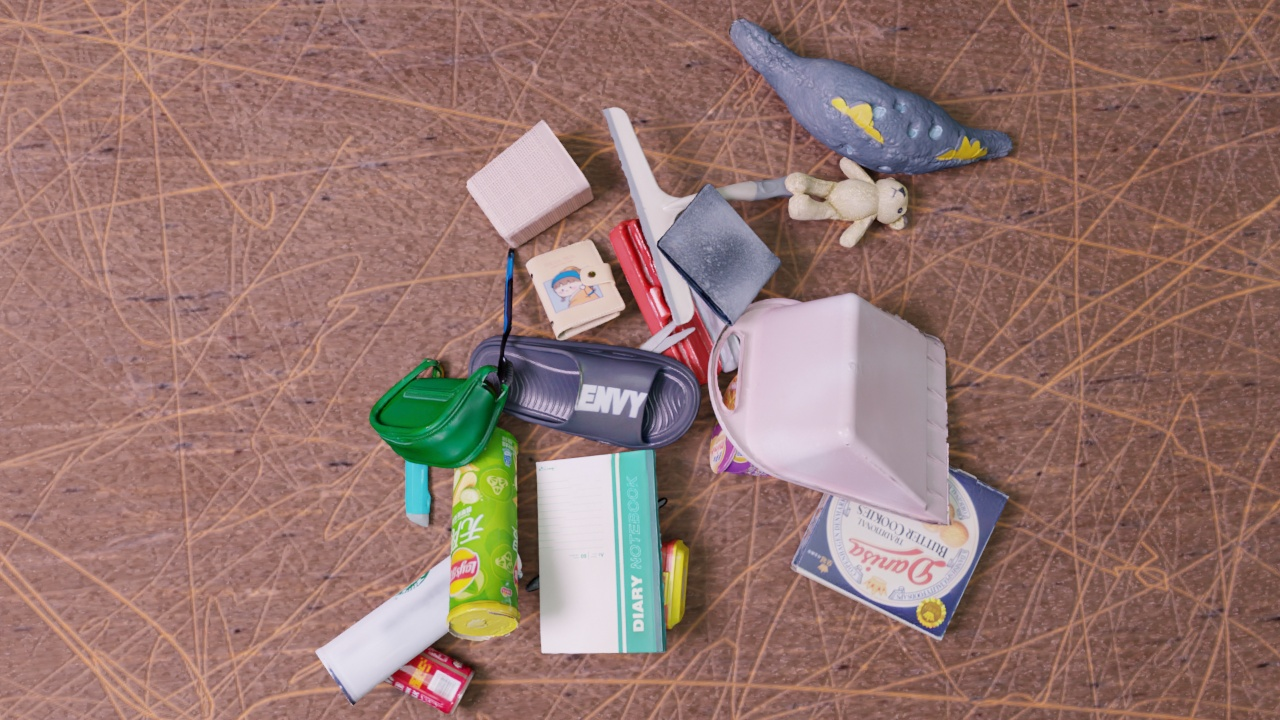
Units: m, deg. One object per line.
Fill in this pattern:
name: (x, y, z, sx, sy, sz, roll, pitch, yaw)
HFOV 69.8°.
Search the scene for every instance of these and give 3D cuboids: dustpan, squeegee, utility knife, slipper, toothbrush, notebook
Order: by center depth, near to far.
slipper: (-0.072, 0.037, 0.978, 0.268, 0.083, 0.111, 10, 103, 15)
dustpan: (0.208, 0.041, 0.983, 0.273, 0.139, 0.222, 33, 55, -38)
notebook: (-0.045, 0.206, 0.986, 0.151, 0.012, 0.209, -10, 76, 27)
squeegee: (0.110, -0.180, 0.999, 0.246, 0.039, 0.246, -14, 81, -28)
toothbrush: (-0.144, -0.051, 1.003, 0.016, 0.014, 0.189, 28, 44, -36)
toothbrush: (-0.049, 0.207, 1.032, 0.189, 0.017, 0.014, -32, 84, -5)
utility knife: (-0.250, 0.106, 1.035, 0.029, 0.013, 0.161, 0, 84, -5)

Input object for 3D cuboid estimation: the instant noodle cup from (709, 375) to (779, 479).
instant noodle cup: (0.140, 0.081, 1.003, 0.099, 0.111, 0.111, 16, 86, -7)

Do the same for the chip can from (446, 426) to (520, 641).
chip can: (-0.162, 0.172, 0.954, 0.072, 0.073, 0.220, -5, 53, -2)

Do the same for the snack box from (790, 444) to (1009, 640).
snack box: (0.288, 0.190, 1.026, 0.178, 0.046, 0.182, 26, 86, 1)

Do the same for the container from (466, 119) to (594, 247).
container: (-0.124, -0.191, 1.020, 0.111, 0.090, 0.090, -35, 88, 0)

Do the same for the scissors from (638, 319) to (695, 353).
scissors: (-0.016, -0.006, 1.007, 0.128, 0.012, 0.173, 31, 115, 15)

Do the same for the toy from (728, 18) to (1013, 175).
toy: (0.253, -0.276, 1.017, 0.356, 0.092, 0.137, 23, 49, -5)

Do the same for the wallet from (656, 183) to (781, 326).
wallet: (0.082, -0.110, 0.948, 0.121, 0.019, 0.097, 46, 66, -17)

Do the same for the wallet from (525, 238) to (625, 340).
wallet: (-0.070, -0.082, 1.021, 0.087, 0.024, 0.115, -23, 54, -4)

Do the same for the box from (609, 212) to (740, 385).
box: (0.055, -0.078, 1.013, 0.092, 0.094, 0.201, -27, 86, 36)

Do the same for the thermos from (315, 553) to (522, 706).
thermos: (-0.227, 0.261, 0.969, 0.223, 0.073, 0.073, -35, 88, -25)

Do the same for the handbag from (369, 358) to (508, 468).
handbag: (-0.215, 0.051, 0.978, 0.068, 0.132, 0.120, 53, 52, -37)

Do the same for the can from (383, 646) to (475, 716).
can: (-0.251, 0.332, 1.000, 0.133, 0.053, 0.053, 27, 86, 0)

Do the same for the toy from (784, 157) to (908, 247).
toy: (0.231, -0.181, 1.024, 0.157, 0.066, 0.105, 0, 79, -22)

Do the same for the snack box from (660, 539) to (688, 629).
snack box: (0.008, 0.240, 1.001, 0.080, 0.082, 0.091, 4, 85, 9)
